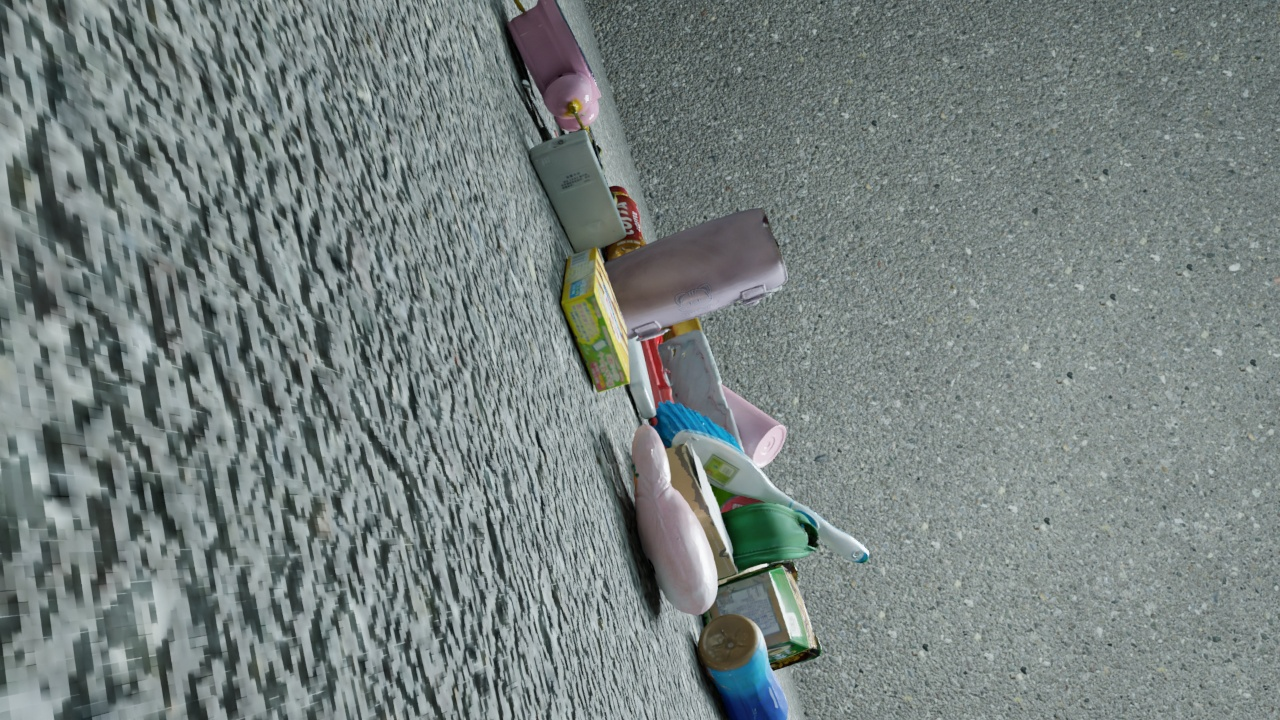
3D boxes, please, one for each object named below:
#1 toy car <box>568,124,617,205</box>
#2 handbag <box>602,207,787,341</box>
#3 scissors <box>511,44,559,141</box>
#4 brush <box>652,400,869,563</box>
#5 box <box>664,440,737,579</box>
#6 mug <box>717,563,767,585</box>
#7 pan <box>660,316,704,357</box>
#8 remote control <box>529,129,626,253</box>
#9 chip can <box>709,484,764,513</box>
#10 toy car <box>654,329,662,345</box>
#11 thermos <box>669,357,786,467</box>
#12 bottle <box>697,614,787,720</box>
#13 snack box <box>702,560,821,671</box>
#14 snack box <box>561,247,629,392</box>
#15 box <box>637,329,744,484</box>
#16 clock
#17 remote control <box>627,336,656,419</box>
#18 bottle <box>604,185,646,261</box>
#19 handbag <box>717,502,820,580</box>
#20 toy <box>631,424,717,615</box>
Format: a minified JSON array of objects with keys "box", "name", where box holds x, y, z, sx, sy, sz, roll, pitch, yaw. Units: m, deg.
[{"box":[-0.065,-0.250,1.159,0.070,0.042,0.158,64,11,-56],"name":"toy car"},{"box":[0.049,-0.088,0.973,0.145,0.197,0.098,27,45,-81],"name":"handbag"},{"box":[-0.089,-0.227,0.977,0.189,0.015,0.223,-92,160,-76],"name":"scissors"},{"box":[0.143,0.150,1.075,0.314,0.060,0.109,33,7,-30],"name":"brush"},{"box":[0.046,0.153,0.904,0.184,0.062,0.089,63,10,-51],"name":"box"},{"box":[0.132,0.251,1.218,0.082,0.114,0.106,12,-49,43],"name":"mug"},{"box":[0.068,-0.080,1.295,0.358,0.078,0.197,103,-37,-71],"name":"pan"},{"box":[-0.057,-0.157,0.873,0.135,0.056,0.019,64,9,-52],"name":"remote control"},{"box":[0.101,0.144,1.231,0.236,0.072,0.072,-118,-173,-61],"name":"chip can"},{"box":[0.008,-0.040,1.230,0.106,0.031,0.049,62,31,-53],"name":"toy car"},{"box":[0.094,0.063,1.222,0.198,0.067,0.087,36,14,33],"name":"thermos"},{"box":[0.113,0.343,0.940,0.065,0.065,0.219,-101,172,-50],"name":"bottle"},{"box":[0.132,0.294,1.045,0.105,0.117,0.118,48,23,-66],"name":"snack box"},{"box":[-0.039,-0.039,0.808,0.140,0.034,0.087,-90,161,-67],"name":"snack box"},{"box":[0.062,0.054,1.155,0.095,0.102,0.201,60,13,-70],"name":"box"},{"box":[-0.084,-0.302,0.965,0.158,0.060,0.117,63,3,0],"name":"clock"},{"box":[-0.006,0.006,1.048,0.135,0.020,0.056,-102,173,-48],"name":"remote control"},{"box":[-0.026,-0.178,1.253,0.174,0.057,0.057,-102,172,-48],"name":"bottle"},{"box":[0.122,0.208,1.029,0.120,0.132,0.068,12,59,-42],"name":"handbag"},{"box":[0.023,0.131,0.752,0.121,0.054,0.159,177,-104,-88],"name":"toy"}]
